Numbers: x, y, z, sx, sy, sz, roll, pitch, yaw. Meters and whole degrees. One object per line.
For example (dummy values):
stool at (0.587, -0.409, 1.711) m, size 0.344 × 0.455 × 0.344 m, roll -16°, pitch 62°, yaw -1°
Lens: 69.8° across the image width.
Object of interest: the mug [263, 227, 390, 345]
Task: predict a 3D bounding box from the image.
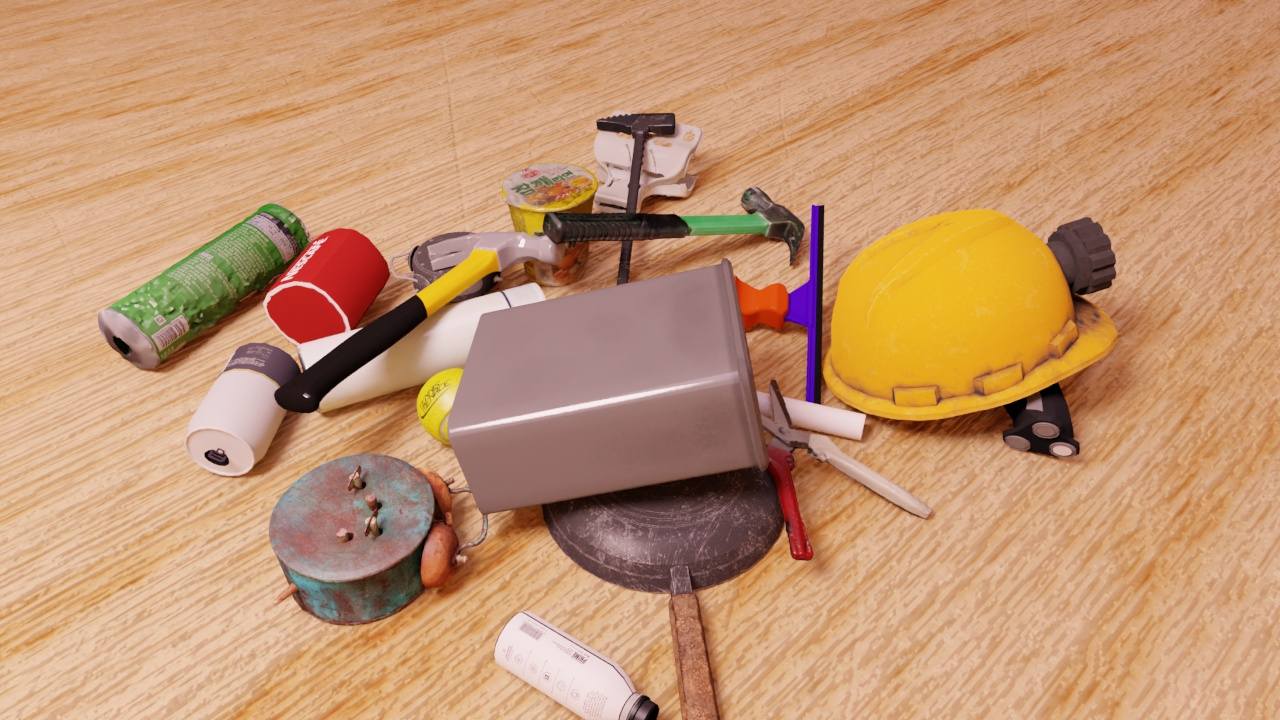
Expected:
mug at (-0.324, -0.067, 0.922) m, size 0.117 × 0.080 × 0.096 m, roll -17°, pitch 33°, yaw 27°

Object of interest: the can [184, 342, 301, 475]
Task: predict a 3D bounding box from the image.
can at (-0.344, 0.044, 0.795) m, size 0.064 × 0.064 × 0.127 m, roll 2°, pitch 40°, yaw 3°

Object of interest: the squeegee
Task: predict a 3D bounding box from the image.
squeegee at (0.086, -0.056, 0.911) m, size 0.185 × 0.055 × 0.249 m, roll 4°, pitch 58°, yaw 6°

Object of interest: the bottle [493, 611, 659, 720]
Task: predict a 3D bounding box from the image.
bottle at (-0.041, 0.210, 0.608) m, size 0.116 × 0.041 × 0.041 m, roll 23°, pitch 45°, yaw 26°

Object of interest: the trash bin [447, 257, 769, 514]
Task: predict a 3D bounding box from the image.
trash bin at (-0.022, 0.017, 0.733) m, size 0.220 × 0.098 × 0.191 m, roll -11°, pitch 31°, yaw 7°

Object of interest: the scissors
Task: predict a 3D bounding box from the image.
scissors at (0.147, 0.087, 0.741) m, size 0.179 × 0.015 × 0.198 m, roll 13°, pitch 39°, yaw -7°

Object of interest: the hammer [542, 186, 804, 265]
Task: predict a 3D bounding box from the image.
hammer at (0.044, -0.142, 0.967) m, size 0.318 × 0.032 × 0.130 m, roll -6°, pitch 41°, yaw -34°

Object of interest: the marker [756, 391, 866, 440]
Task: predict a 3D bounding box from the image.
marker at (0.131, 0.044, 0.815) m, size 0.133 × 0.023 × 0.027 m, roll 12°, pitch 21°, yaw 15°

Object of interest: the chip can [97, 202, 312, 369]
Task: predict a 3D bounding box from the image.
chip can at (-0.438, -0.079, 0.938) m, size 0.075 × 0.076 × 0.222 m, roll 17°, pitch 43°, yaw 21°

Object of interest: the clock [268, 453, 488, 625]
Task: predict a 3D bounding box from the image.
clock at (-0.194, 0.125, 0.688) m, size 0.157 × 0.073 × 0.121 m, roll -10°, pitch 41°, yaw -12°

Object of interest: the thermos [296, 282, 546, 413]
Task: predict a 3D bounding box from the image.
thermos at (-0.196, -0.014, 0.859) m, size 0.229 × 0.068 × 0.068 m, roll -17°, pitch 43°, yaw -19°

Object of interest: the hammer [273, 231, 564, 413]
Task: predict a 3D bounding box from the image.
hammer at (-0.200, -0.046, 0.820) m, size 0.127 × 0.029 × 0.322 m, roll 8°, pitch 33°, yaw 25°

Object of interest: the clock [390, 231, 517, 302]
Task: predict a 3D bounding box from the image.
clock at (-0.199, -0.096, 0.973) m, size 0.122 × 0.044 × 0.091 m, roll -13°, pitch 41°, yaw -13°

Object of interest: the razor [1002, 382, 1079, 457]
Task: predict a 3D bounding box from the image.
razor at (0.336, 0.024, 0.814) m, size 0.060 × 0.057 × 0.155 m, roll -35°, pitch 30°, yaw 26°

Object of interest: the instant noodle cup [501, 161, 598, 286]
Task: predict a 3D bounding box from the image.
instant noodle cup at (-0.094, -0.141, 0.973) m, size 0.102 × 0.108 × 0.102 m, roll 0°, pitch 40°, yaw 0°

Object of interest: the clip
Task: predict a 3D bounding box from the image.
clip at (0.000, -0.226, 1.121) m, size 0.127 × 0.110 × 0.150 m, roll 15°, pitch 75°, yaw 20°

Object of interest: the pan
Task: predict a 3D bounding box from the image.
pan at (0.027, 0.145, 0.689) m, size 0.207 × 0.040 × 0.356 m, roll -5°, pitch 39°, yaw -4°

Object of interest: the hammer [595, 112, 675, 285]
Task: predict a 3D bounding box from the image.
hammer at (-0.018, -0.164, 1.017) m, size 0.095 × 0.015 × 0.324 m, roll 1°, pitch 54°, yaw 7°

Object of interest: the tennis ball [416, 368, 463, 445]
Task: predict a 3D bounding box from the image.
tennis ball at (-0.159, 0.040, 0.793) m, size 0.065 × 0.065 × 0.065 m, roll -1°, pitch 40°, yaw 0°

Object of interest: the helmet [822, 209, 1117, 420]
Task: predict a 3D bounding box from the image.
helmet at (0.278, -0.063, 0.807) m, size 0.255 × 0.131 × 0.205 m, roll -17°, pitch 29°, yaw 1°
